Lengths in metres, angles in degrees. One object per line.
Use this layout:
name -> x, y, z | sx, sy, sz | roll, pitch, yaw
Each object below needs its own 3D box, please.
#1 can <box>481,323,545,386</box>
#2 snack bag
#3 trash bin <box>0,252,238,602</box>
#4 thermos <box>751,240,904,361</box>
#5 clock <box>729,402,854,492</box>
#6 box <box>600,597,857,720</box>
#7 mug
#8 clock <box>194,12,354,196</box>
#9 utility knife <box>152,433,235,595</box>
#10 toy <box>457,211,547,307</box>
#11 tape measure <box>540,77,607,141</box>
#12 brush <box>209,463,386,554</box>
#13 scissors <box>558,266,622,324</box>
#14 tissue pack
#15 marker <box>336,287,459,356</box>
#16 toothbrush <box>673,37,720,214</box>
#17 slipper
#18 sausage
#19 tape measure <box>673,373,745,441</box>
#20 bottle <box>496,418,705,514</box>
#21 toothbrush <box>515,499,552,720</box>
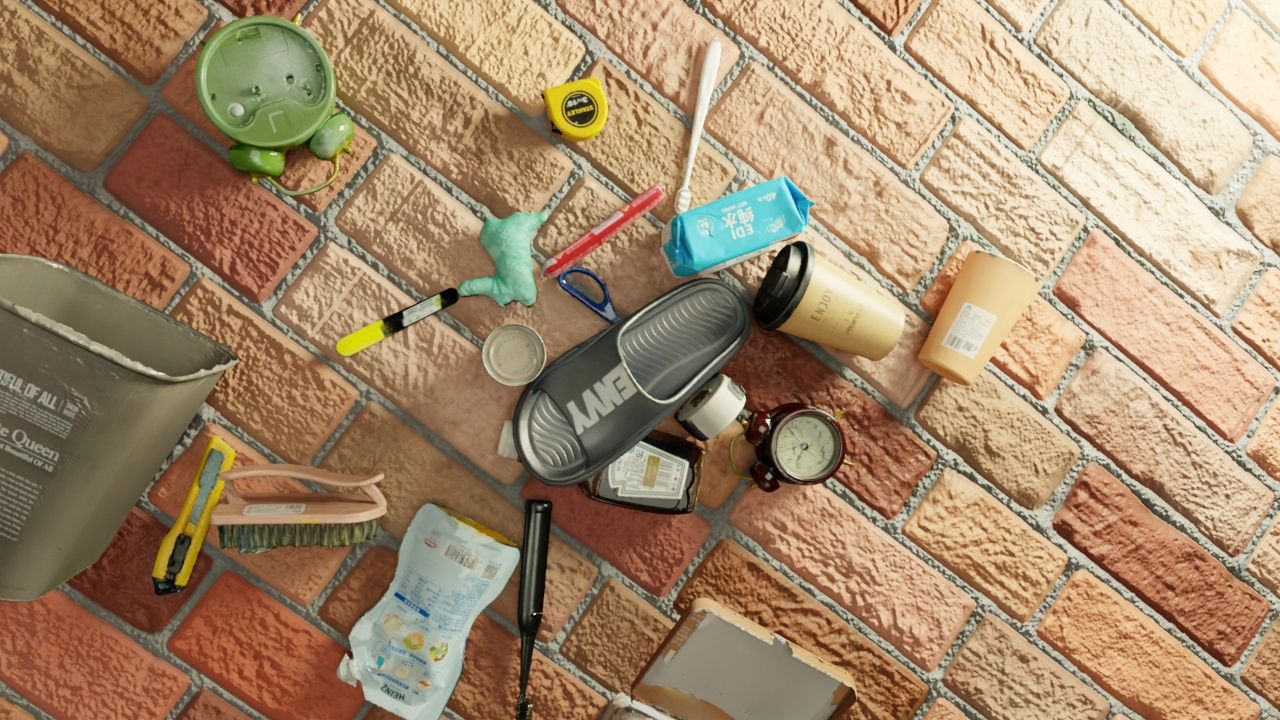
can -> -0.114, -0.005, 0.820 | 0.053, 0.134, 0.053 | 0, 90, -9
snack bag -> -0.199, 0.237, 0.856 | 0.110, 0.039, 0.191 | 28, 87, -13
trash bin -> -0.484, 0.051, 0.741 | 0.199, 0.198, 0.220 | 29, 91, -8
thermos -> 0.181, -0.053, 0.893 | 0.143, 0.093, 0.093 | 23, 86, -15
clock -> 0.145, 0.085, 0.900 | 0.122, 0.055, 0.082 | -9, 91, -7
box -> 0.060, 0.362, 0.859 | 0.178, 0.106, 0.272 | 29, 97, -8
mug -> 0.336, -0.040, 0.923 | 0.078, 0.078, 0.122 | 31, 89, -8
clock -> -0.326, -0.228, 0.828 | 0.116, 0.056, 0.161 | -20, 93, -8
utility knife -> -0.408, 0.142, 0.834 | 0.033, 0.015, 0.154 | 20, 87, -11
toy -> -0.129, -0.092, 0.872 | 0.096, 0.030, 0.092 | -10, 89, -6
tape measure -> -0.061, -0.240, 0.883 | 0.060, 0.029, 0.057 | -18, 92, -9
brush -> -0.304, 0.131, 0.827 | 0.145, 0.063, 0.073 | 1, 100, -9
scissors -> -0.023, -0.022, 0.897 | 0.162, 0.012, 0.176 | -43, 97, -8
tissue pack -> 0.088, -0.123, 0.874 | 0.140, 0.090, 0.063 | -21, 93, -8
marker -> -0.228, -0.037, 0.865 | 0.124, 0.015, 0.018 | -28, 95, -11
toothbrush -> 0.057, -0.233, 0.907 | 0.016, 0.016, 0.180 | 12, 88, -11
slipper -> -0.005, 0.005, 0.841 | 0.267, 0.083, 0.110 | -37, 82, -15
sausage -> -0.036, -0.125, 0.888 | 0.155, 0.020, 0.020 | -37, 95, -11
tape measure -> 0.069, 0.045, 0.883 | 0.033, 0.066, 0.065 | 44, 84, -10
bottle -> -0.038, 0.095, 0.878 | 0.195, 0.044, 0.079 | 14, 80, -7
toothbrush -> -0.104, 0.240, 0.875 | 0.026, 0.027, 0.212 | 5, 89, -47
